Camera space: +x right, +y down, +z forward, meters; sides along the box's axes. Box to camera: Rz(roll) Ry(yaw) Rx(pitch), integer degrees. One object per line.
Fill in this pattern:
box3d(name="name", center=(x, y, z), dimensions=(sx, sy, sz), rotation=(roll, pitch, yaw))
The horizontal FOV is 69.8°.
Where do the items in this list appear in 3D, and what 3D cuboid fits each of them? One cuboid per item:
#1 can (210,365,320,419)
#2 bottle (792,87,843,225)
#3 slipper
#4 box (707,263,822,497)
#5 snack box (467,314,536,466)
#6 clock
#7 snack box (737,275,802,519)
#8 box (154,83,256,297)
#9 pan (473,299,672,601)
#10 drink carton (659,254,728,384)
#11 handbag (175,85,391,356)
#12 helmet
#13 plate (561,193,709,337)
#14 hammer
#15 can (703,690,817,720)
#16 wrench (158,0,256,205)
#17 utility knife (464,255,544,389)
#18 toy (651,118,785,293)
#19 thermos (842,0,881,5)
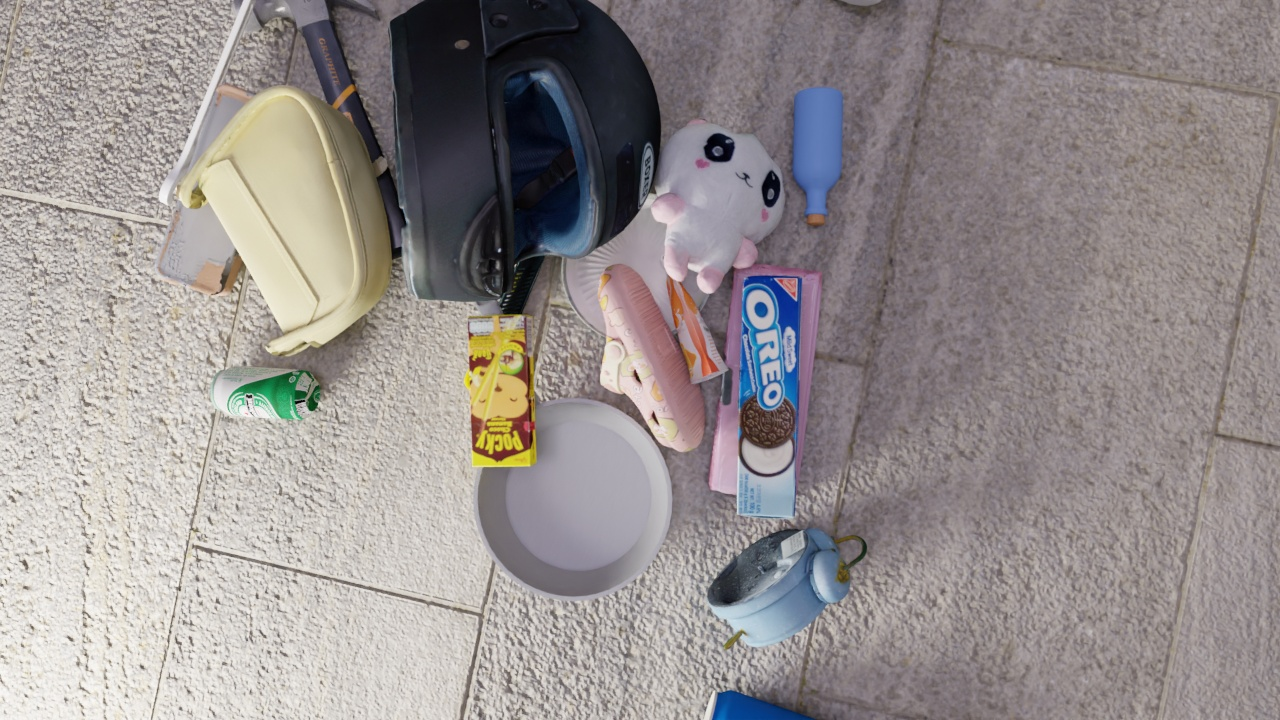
box3d(name="can", center=(-0.391, 0.034, 0.961), dimensions=(0.101, 0.053, 0.053), rotation=(3, 89, 6))
box3d(name="bottle", center=(0.175, -0.199, 0.909), dimensions=(0.048, 0.048, 0.131), rotation=(1, 88, 6))
box3d(name="slipper", center=(-0.005, 0.005, 0.896), dimensions=(0.082, 0.093, 0.197), rotation=(-21, 100, 21))
box3d(name="box", center=(0.125, 0.022, 0.917), dimensions=(0.098, 0.037, 0.233), rotation=(5, 89, 1))
box3d(name="snack box", center=(-0.136, 0.030, 0.902), dimensions=(0.061, 0.025, 0.149), rotation=(-2, 89, 8))
box3d(name="clock", center=(0.139, 0.207, 0.869), dimensions=(0.162, 0.118, 0.060), rotation=(-32, 96, 11))
box3d(name="snack box", center=(0.121, 0.034, 0.870), dimensions=(0.059, 0.059, 0.226), rotation=(3, 90, 6))
box3d(name="box", center=(-0.435, -0.176, 0.961), dimensions=(0.081, 0.063, 0.216), rotation=(20, 90, -10))
box3d(name="pan", center=(-0.099, 0.067, 0.930), dimensions=(0.201, 0.051, 0.356), rotation=(-24, 85, 5))
box3d(name="drink carton", center=(0.045, -0.041, 0.891), dimensions=(0.039, 0.069, 0.122), rotation=(-21, 83, -1))
box3d(name="handbag", center=(-0.337, -0.138, 0.914), dimensions=(0.191, 0.088, 0.233), rotation=(-26, 95, 10))
box3d(name="helmet", center=(-0.098, -0.198, 0.822), dimensions=(0.235, 0.250, 0.315), rotation=(-5, 48, -11))
box3d(name="plate", center=(-0.003, -0.094, 0.943), dimensions=(0.157, 0.014, 0.157), rotation=(0, 88, 6))
box3d(name="hammer", center=(-0.312, -0.253, 0.967), dimensions=(0.139, 0.035, 0.312), rotation=(-19, 88, -4))
box3d(name="can", center=(0.131, 0.375, 0.882), dimensions=(0.146, 0.079, 0.079), rotation=(17, 90, 6))
box3d(name="wrench", center=(-0.441, -0.282, 0.950), dimensions=(0.009, 0.047, 0.274), rotation=(28, 107, -11))
box3d(name="utility knife", center=(-0.130, -0.065, 0.953), dimensions=(0.029, 0.020, 0.213), rotation=(25, 92, 4))
box3d(name="toy", center=(0.067, -0.144, 0.872), dimensions=(0.138, 0.102, 0.179), rotation=(31, 56, -20))
box3d(name="thermos", center=(0.252, -0.465, 0.877), dimensions=(0.131, 0.131, 0.221), rotation=(36, 85, 6))
